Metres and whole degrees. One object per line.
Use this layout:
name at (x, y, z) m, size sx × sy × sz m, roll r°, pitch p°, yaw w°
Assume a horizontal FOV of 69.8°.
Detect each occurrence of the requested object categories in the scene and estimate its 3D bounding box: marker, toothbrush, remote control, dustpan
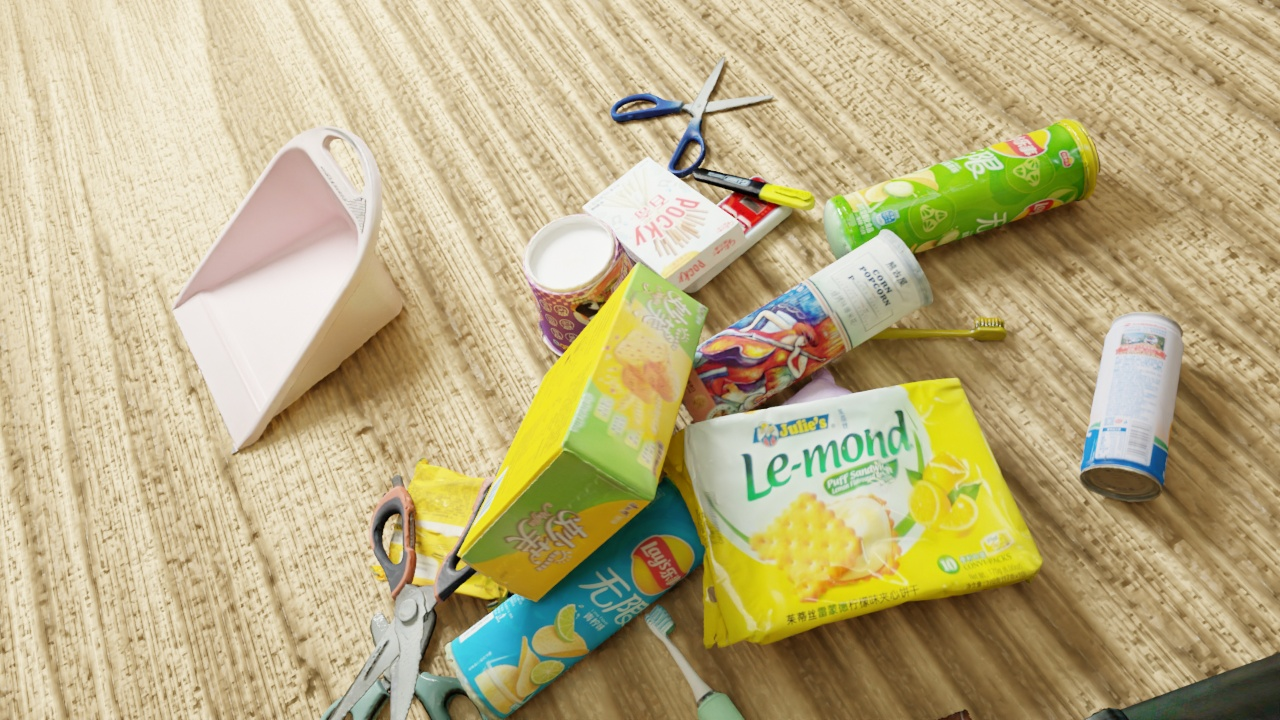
marker at (0.104, -0.162, 0.854) m, size 0.124 × 0.015 × 0.018 m, roll 20°, pitch 59°, yaw 25°
toothbrush at (0.206, -0.026, 0.771) m, size 0.190 × 0.016 × 0.016 m, roll 0°, pitch 56°, yaw 15°
remote control at (0.078, -0.119, 0.856) m, size 0.136 × 0.020 × 0.056 m, roll -39°, pitch 59°, yaw -10°
dustpan at (-0.352, -0.091, 0.881) m, size 0.273 × 0.139 × 0.222 m, roll -38°, pitch 59°, yaw -10°
toothbrush at (0.067, 0.262, 0.630) m, size 0.027 × 0.026 × 0.224 m, roll -47°, pitch 57°, yaw 10°

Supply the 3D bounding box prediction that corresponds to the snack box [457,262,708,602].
snack box at (-0.037, 0.048, 0.666) m, size 0.070 × 0.158 × 0.209 m, roll 34°, pitch 39°, yaw -11°

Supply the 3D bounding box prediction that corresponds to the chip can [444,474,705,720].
chip can at (-0.039, 0.175, 0.682) m, size 0.210 × 0.071 × 0.071 m, roll -37°, pitch 58°, yaw -8°

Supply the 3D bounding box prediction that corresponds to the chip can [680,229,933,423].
chip can at (0.123, -0.020, 0.741) m, size 0.215 × 0.071 × 0.071 m, roll -31°, pitch 57°, yaw 4°

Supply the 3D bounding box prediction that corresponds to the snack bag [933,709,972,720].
snack bag at (0.210, 0.280, 0.582) m, size 0.048 × 0.026 × 0.104 m, roll -18°, pitch 56°, yaw -4°

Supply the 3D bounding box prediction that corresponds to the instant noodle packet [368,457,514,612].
instant noodle packet at (-0.147, 0.140, 0.747) m, size 0.128 × 0.044 × 0.110 m, roll 8°, pitch 64°, yaw 21°

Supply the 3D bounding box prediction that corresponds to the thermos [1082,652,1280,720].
thermos at (0.357, 0.216, 0.545) m, size 0.242 × 0.090 × 0.068 m, roll -20°, pitch 36°, yaw 1°

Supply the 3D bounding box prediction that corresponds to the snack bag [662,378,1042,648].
snack bag at (0.145, 0.107, 0.646) m, size 0.246 × 0.068 × 0.157 m, roll -9°, pitch 61°, yaw -11°

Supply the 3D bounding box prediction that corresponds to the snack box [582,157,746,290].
snack box at (0.019, -0.128, 0.854) m, size 0.084 × 0.027 × 0.157 m, roll -38°, pitch 46°, yaw -7°

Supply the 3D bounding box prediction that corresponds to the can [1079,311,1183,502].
can at (0.362, 0.032, 0.673) m, size 0.053 × 0.053 × 0.134 m, roll 14°, pitch 64°, yaw 21°

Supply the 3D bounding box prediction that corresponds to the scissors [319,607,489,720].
scissors at (-0.193, 0.279, 0.692) m, size 0.181 × 0.019 × 0.170 m, roll -36°, pitch 59°, yaw -7°

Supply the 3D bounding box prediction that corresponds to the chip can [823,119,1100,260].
chip can at (0.269, -0.138, 0.787) m, size 0.221 × 0.073 × 0.072 m, roll -19°, pitch 57°, yaw 4°

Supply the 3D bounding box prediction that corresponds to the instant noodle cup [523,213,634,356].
instant noodle cup at (-0.050, -0.067, 0.813) m, size 0.112 × 0.099 × 0.111 m, roll -6°, pitch 60°, yaw 10°

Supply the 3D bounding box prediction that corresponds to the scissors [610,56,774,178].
scissors at (0.052, -0.253, 0.947) m, size 0.173 × 0.012 × 0.162 m, roll -4°, pitch 58°, yaw 10°

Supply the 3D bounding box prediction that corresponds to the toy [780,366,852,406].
toy at (0.127, 0.049, 0.734) m, size 0.108 × 0.039 × 0.084 m, roll -36°, pitch 40°, yaw -7°

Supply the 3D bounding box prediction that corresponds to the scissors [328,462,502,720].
scissors at (-0.165, 0.168, 0.688) m, size 0.189 × 0.015 × 0.226 m, roll -30°, pitch 50°, yaw 1°
